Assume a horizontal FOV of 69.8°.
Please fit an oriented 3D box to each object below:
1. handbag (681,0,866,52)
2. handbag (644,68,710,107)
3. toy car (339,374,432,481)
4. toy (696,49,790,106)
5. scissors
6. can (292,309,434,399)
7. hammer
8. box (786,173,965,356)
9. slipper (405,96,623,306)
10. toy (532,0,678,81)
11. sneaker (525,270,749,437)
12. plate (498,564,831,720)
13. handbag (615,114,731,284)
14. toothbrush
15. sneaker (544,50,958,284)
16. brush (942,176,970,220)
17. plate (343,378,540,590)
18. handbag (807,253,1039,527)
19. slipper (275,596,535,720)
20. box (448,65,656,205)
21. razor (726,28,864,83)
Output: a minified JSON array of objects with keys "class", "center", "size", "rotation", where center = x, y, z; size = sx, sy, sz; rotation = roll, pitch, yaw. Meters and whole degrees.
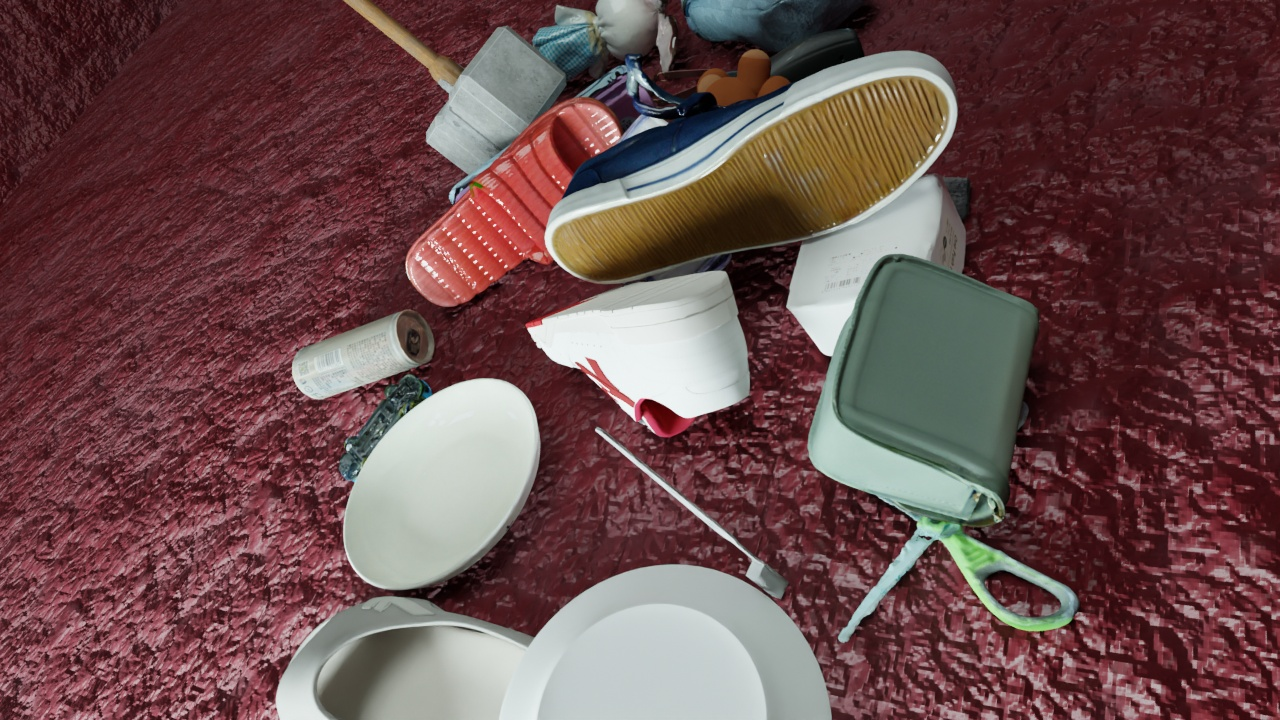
[{"class":"handbag","center":[0.112,-0.355,0.849],"size":[0.121,0.118,0.192],"rotation":[-42,36,-2]},{"class":"handbag","center":[0.024,-0.270,0.912],"size":[0.120,0.029,0.055],"rotation":[-5,56,27]},{"class":"toy car","center":[-0.218,0.061,0.795],"size":[0.048,0.032,0.105],"rotation":[29,80,46]},{"class":"toy","center":[0.107,-0.202,0.747],"size":[0.128,0.095,0.065],"rotation":[7,17,9]},{"class":"scissors","center":[0.164,0.088,0.506],"size":[0.172,0.021,0.171],"rotation":[-51,45,-6]},{"class":"can","center":[-0.265,-0.004,0.871],"size":[0.136,0.054,0.054],"rotation":[-17,46,24]},{"class":"hammer","center":[-0.241,-0.324,0.906],"size":[0.082,0.317,0.163],"rotation":[-59,17,-20]},{"class":"box","center":[0.162,-0.049,0.610],"size":[0.103,0.091,0.107],"rotation":[-11,43,38]},{"class":"slipper","center":[-0.111,-0.132,0.833],"size":[0.249,0.103,0.059],"rotation":[-40,27,11]},{"class":"toy","center":[-0.034,-0.349,0.991],"size":[0.206,0.131,0.105],"rotation":[-12,17,39]},{"class":"sneaker","center":[-0.004,0.003,0.651],"size":[0.090,0.104,0.237],"rotation":[-24,11,-28]},{"class":"plate","center":[0.006,0.195,0.493],"size":[0.189,0.016,0.188],"rotation":[-11,51,13]},{"class":"handbag","center":[0.014,-0.123,0.763],"size":[0.126,0.069,0.158],"rotation":[-50,40,9]},{"class":"toothbrush","center":[0.030,0.084,0.478],"size":[0.010,0.181,0.010],"rotation":[9,63,47]},{"class":"sneaker","center":[0.065,-0.152,0.623],"size":[0.295,0.120,0.127],"rotation":[-14,47,33]},{"class":"brush","center":[0.171,-0.118,0.678],"size":[0.151,0.012,0.038],"rotation":[7,60,41]},{"class":"plate","center":[-0.148,0.098,0.710],"size":[0.183,0.034,0.182],"rotation":[-20,45,22]},{"class":"handbag","center":[0.154,0.017,0.499],"size":[0.106,0.067,0.121],"rotation":[20,62,6]},{"class":"slipper","center":[-0.157,0.204,0.591],"size":[0.266,0.080,0.112],"rotation":[-3,57,35]},{"class":"box","center":[-0.084,-0.199,0.880],"size":[0.214,0.078,0.065],"rotation":[-34,71,8]},{"class":"razor","center":[0.123,-0.246,0.797],"size":[0.141,0.053,0.063],"rotation":[-22,38,17]}]
